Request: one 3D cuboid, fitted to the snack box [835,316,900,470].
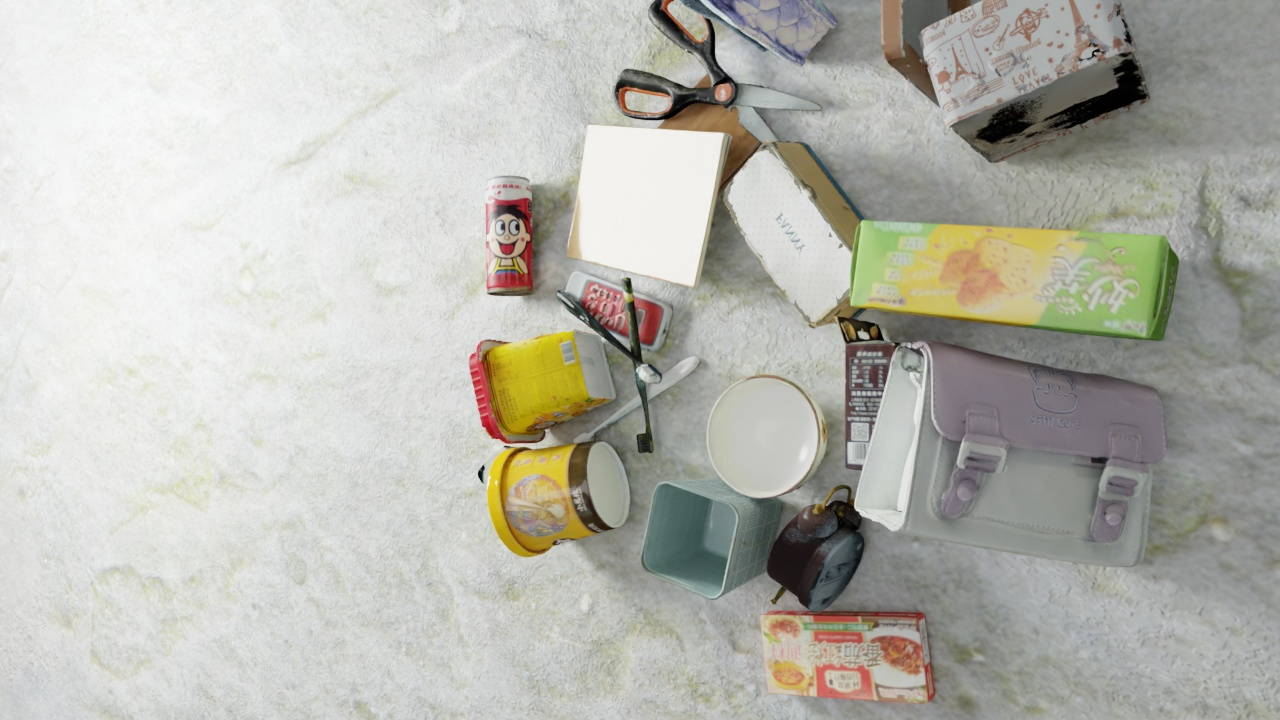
[{"bbox_3d":[0.208,0.027,0.781,0.053,0.113,0.125,1,90,32],"label":"snack box"}]

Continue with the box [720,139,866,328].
[{"bbox_3d":[0.156,-0.112,0.840,0.090,0.059,0.184,-45,69,41],"label":"box"}]

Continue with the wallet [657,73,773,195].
[{"bbox_3d":[0.065,-0.223,0.937,0.115,0.020,0.101,-47,67,20],"label":"wallet"}]

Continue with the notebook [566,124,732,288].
[{"bbox_3d":[0.001,-0.165,0.950,0.212,0.012,0.149,20,102,46],"label":"notebook"}]

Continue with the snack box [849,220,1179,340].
[{"bbox_3d":[0.288,-0.061,0.705,0.210,0.157,0.070,10,96,32],"label":"snack box"}]

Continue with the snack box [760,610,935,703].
[{"bbox_3d":[0.187,0.270,0.841,0.153,0.025,0.075,-9,84,32],"label":"snack box"}]

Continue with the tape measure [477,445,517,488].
[{"bbox_3d":[-0.149,0.133,1.058,0.065,0.033,0.066,49,114,22],"label":"tape measure"}]

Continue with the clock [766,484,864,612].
[{"bbox_3d":[0.162,0.168,0.828,0.055,0.082,0.122,31,107,36],"label":"clock"}]

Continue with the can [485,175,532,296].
[{"bbox_3d":[-0.151,-0.142,1.053,0.053,0.053,0.132,-2,88,33],"label":"can"}]

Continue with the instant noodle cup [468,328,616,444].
[{"bbox_3d":[-0.102,0.022,0.991,0.124,0.116,0.116,-18,79,19],"label":"instant noodle cup"}]

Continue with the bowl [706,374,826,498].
[{"bbox_3d":[0.126,0.073,0.862,0.114,0.062,0.113,-6,80,33],"label":"bowl"}]

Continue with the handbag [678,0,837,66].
[{"bbox_3d":[0.086,-0.338,0.821,0.076,0.193,0.134,-48,65,23],"label":"handbag"}]

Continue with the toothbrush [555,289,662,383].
[{"bbox_3d":[-0.039,-0.028,0.967,0.181,0.018,0.016,41,124,36],"label":"toothbrush"}]

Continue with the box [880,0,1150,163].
[{"bbox_3d":[0.277,-0.271,0.708,0.157,0.182,0.193,-17,82,31],"label":"box"}]

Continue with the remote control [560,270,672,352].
[{"bbox_3d":[-0.028,-0.054,0.992,0.136,0.020,0.056,23,102,31],"label":"remote control"}]

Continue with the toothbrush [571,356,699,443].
[{"bbox_3d":[-0.006,0.047,0.980,0.180,0.016,0.016,-37,74,24],"label":"toothbrush"}]

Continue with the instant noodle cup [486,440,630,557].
[{"bbox_3d":[-0.082,0.140,0.971,0.115,0.118,0.118,-16,80,23],"label":"instant noodle cup"}]

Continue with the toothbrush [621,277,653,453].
[{"bbox_3d":[-0.006,0.006,0.957,0.012,0.017,0.186,173,90,-75],"label":"toothbrush"}]

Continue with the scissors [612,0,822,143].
[{"bbox_3d":[0.069,-0.283,0.913,0.222,0.021,0.210,-3,91,28],"label":"scissors"}]

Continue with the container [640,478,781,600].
[{"bbox_3d":[0.072,0.163,0.868,0.090,0.111,0.090,15,96,32],"label":"container"}]

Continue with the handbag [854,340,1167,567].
[{"bbox_3d":[0.280,0.069,0.688,0.197,0.098,0.145,10,88,-12],"label":"handbag"}]
